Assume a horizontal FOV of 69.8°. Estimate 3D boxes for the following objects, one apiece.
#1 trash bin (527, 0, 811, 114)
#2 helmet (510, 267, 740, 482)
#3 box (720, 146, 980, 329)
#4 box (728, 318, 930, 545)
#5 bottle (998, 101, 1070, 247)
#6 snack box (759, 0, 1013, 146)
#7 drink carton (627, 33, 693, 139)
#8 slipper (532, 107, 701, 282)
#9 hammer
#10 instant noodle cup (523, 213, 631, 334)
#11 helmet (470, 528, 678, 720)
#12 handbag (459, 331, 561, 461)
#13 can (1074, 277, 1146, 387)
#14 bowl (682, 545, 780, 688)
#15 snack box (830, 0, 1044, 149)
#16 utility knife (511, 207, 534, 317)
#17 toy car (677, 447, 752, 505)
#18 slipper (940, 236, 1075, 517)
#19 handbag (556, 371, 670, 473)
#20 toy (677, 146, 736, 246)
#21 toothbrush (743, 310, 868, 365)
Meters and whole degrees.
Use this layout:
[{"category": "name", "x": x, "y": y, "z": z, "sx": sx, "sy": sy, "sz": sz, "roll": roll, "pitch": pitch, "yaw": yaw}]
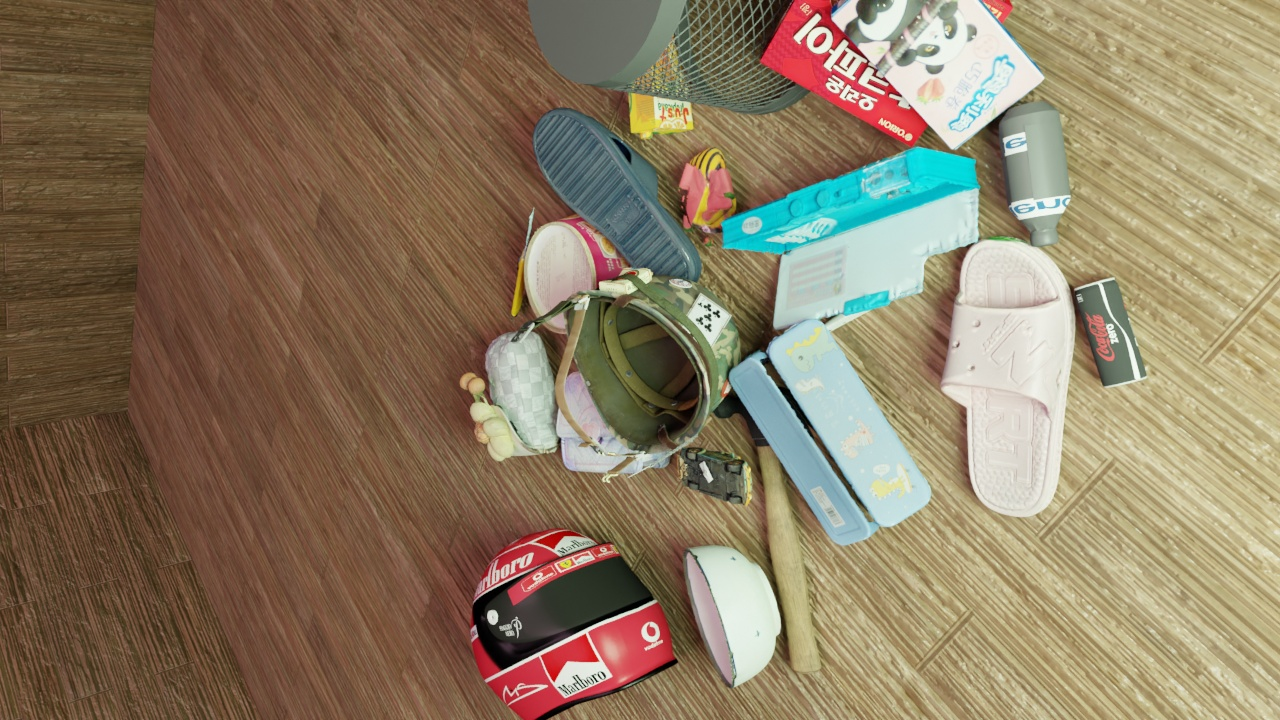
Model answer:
[{"category": "trash bin", "x": 0.042, "y": -0.346, "z": 0.850, "sx": 0.218, "sy": 0.226, "sz": 0.218, "roll": 12, "pitch": 107, "yaw": 46}, {"category": "helmet", "x": -0.004, "y": 0.005, "z": 0.960, "sx": 0.224, "sy": 0.236, "sz": 0.193, "roll": 20, "pitch": 132, "yaw": 64}, {"category": "box", "x": 0.190, "y": -0.100, "z": 0.834, "sx": 0.227, "sy": 0.097, "sz": 0.117, "roll": -14, "pitch": 82, "yaw": 48}, {"category": "box", "x": 0.175, "y": 0.072, "z": 0.876, "sx": 0.122, "sy": 0.047, "sz": 0.209, "roll": -35, "pitch": 86, "yaw": 31}, {"category": "bottle", "x": 0.313, "y": -0.146, "z": 0.727, "sx": 0.047, "sy": 0.046, "sz": 0.112, "roll": -5, "pitch": 94, "yaw": 48}, {"category": "snack box", "x": 0.200, "y": -0.275, "z": 0.764, "sx": 0.152, "sy": 0.035, "sz": 0.133, "roll": 27, "pitch": 127, "yaw": -6}, {"category": "drink carton", "x": 0.020, "y": -0.307, "z": 1.009, "sx": 0.041, "sy": 0.058, "sz": 0.122, "roll": 4, "pitch": 100, "yaw": 48}, {"category": "slipper", "x": -0.014, "y": -0.193, "z": 1.064, "sx": 0.263, "sy": 0.082, "sz": 0.101, "roll": 49, "pitch": 133, "yaw": 4}, {"category": "hammer", "x": 0.155, "y": 0.182, "z": 0.980, "sx": 0.133, "sy": 0.040, "sz": 0.305, "roll": -9, "pitch": 92, "yaw": 52}, {"category": "instant noodle cup", "x": -0.076, "y": -0.105, "z": 1.143, "sx": 0.179, "sy": 0.077, "sz": 0.179, "roll": 12, "pitch": 106, "yaw": 46}, {"category": "helmet", "x": -0.102, "y": 0.327, "z": 1.173, "sx": 0.272, "sy": 0.197, "sz": 0.224, "roll": -38, "pitch": 70, "yaw": 36}, {"category": "handbag", "x": -0.180, "y": 0.048, "z": 1.256, "sx": 0.113, "sy": 0.123, "sz": 0.171, "roll": -14, "pitch": 87, "yaw": 63}, {"category": "can", "x": 0.362, "y": -0.021, "z": 0.708, "sx": 0.032, "sy": 0.031, "sz": 0.080, "roll": -21, "pitch": 82, "yaw": 48}, {"category": "bowl", "x": 0.104, "y": 0.271, "z": 1.002, "sx": 0.153, "sy": 0.073, "sz": 0.153, "roll": 164, "pitch": 91, "yaw": -79}, {"category": "snack box", "x": 0.235, "y": -0.251, "z": 0.727, "sx": 0.154, "sy": 0.033, "sz": 0.088, "roll": 41, "pitch": 125, "yaw": -16}, {"category": "utility knife", "x": -0.153, "y": -0.126, "z": 1.212, "sx": 0.228, "sy": 0.019, "sz": 0.030, "roll": 118, "pitch": 167, "yaw": -57}, {"category": "toy car", "x": 0.088, "y": 0.119, "z": 0.985, "sx": 0.112, "sy": 0.047, "sz": 0.047, "roll": 12, "pitch": 112, "yaw": 51}, {"category": "slipper", "x": 0.301, "y": 0.018, "z": 0.761, "sx": 0.094, "sy": 0.064, "sz": 0.239, "roll": 5, "pitch": 103, "yaw": 47}, {"category": "handbag", "x": -0.040, "y": 0.075, "z": 1.150, "sx": 0.159, "sy": 0.069, "sz": 0.126, "roll": -4, "pitch": 93, "yaw": 51}, {"category": "toy", "x": 0.074, "y": -0.179, "z": 0.990, "sx": 0.084, "sy": 0.046, "sz": 0.103, "roll": -16, "pitch": 81, "yaw": 62}, {"category": "toothbrush", "x": 0.170, "y": -0.027, "z": 0.934, "sx": 0.190, "sy": 0.016, "sz": 0.017, "roll": -31, "pitch": 65, "yaw": 47}]
